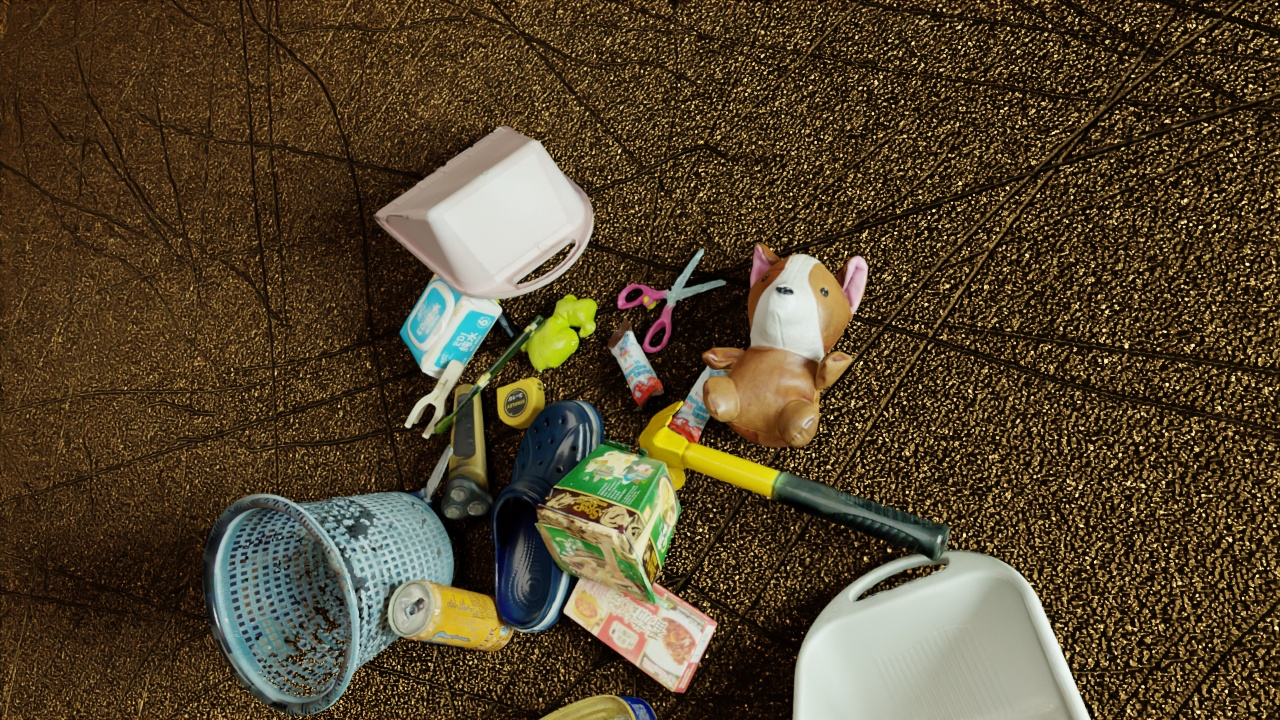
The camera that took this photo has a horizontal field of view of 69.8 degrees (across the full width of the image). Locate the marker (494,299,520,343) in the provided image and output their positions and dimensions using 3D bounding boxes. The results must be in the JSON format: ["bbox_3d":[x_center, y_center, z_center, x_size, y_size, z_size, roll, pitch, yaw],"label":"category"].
[{"bbox_3d":[-0.178,-0.058,1.150,0.018,0.015,0.124,-48,53,14],"label":"marker"}]

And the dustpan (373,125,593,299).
[{"bbox_3d":[-0.188,-0.177,1.158,0.222,0.139,0.273,-38,26,-11],"label":"dustpan"}]

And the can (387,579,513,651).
[{"bbox_3d":[-0.193,0.267,0.954,0.058,0.146,0.058,-11,65,25],"label":"can"}]

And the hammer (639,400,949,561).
[{"bbox_3d":[0.127,0.114,0.836,0.301,0.129,0.032,17,55,30],"label":"hammer"}]

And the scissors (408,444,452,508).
[{"bbox_3d":[-0.250,0.144,1.075,0.105,0.012,0.175,38,121,47],"label":"scissors"}]

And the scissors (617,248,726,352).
[{"bbox_3d":[0.034,-0.063,1.018,0.134,0.017,0.125,-12,64,25],"label":"scissors"}]

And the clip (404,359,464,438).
[{"bbox_3d":[-0.251,0.053,1.117,0.035,0.096,0.101,33,117,-4],"label":"clip"}]

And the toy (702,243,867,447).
[{"bbox_3d":[0.135,-0.020,0.874,0.140,0.130,0.199,18,72,21],"label":"toy"}]

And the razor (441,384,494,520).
[{"bbox_3d":[-0.204,0.104,1.081,0.062,0.068,0.167,-10,58,6],"label":"razor"}]

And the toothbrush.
[{"bbox_3d":[-0.179,0.016,1.080,0.186,0.012,0.017,-47,29,2],"label":"toothbrush"}]

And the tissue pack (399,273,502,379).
[{"bbox_3d":[-0.240,-0.053,1.148,0.140,0.063,0.090,-53,52,17],"label":"tissue pack"}]

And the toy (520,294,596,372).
[{"bbox_3d":[-0.095,-0.032,1.078,0.097,0.031,0.100,14,76,39],"label":"toy"}]

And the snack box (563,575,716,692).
[{"bbox_3d":[-0.003,0.256,0.912,0.153,0.025,0.075,25,86,37],"label":"snack box"}]

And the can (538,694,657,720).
[{"bbox_3d":[-0.054,0.372,0.886,0.148,0.049,0.074,-32,58,19],"label":"can"}]

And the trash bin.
[{"bbox_3d":[-0.319,0.235,0.997,0.227,0.194,0.226,4,99,29],"label":"trash bin"}]

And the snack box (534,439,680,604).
[{"bbox_3d":[-0.021,0.154,0.903,0.118,0.118,0.105,14,51,30],"label":"snack box"}]

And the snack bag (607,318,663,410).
[{"bbox_3d":[-0.006,0.006,1.007,0.045,0.026,0.105,-52,50,35],"label":"snack bag"}]

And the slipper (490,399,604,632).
[{"bbox_3d":[-0.114,0.160,0.981,0.105,0.095,0.252,4,78,31],"label":"slipper"}]

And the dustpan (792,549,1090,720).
[{"bbox_3d":[0.205,0.246,0.682,0.223,0.257,0.142,-28,83,21],"label":"dustpan"}]

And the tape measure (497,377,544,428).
[{"bbox_3d":[-0.138,0.052,1.075,0.060,0.029,0.057,-20,62,25],"label":"tape measure"}]

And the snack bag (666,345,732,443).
[{"bbox_3d":[0.065,0.038,0.951,0.048,0.026,0.104,36,94,25],"label":"snack bag"}]
